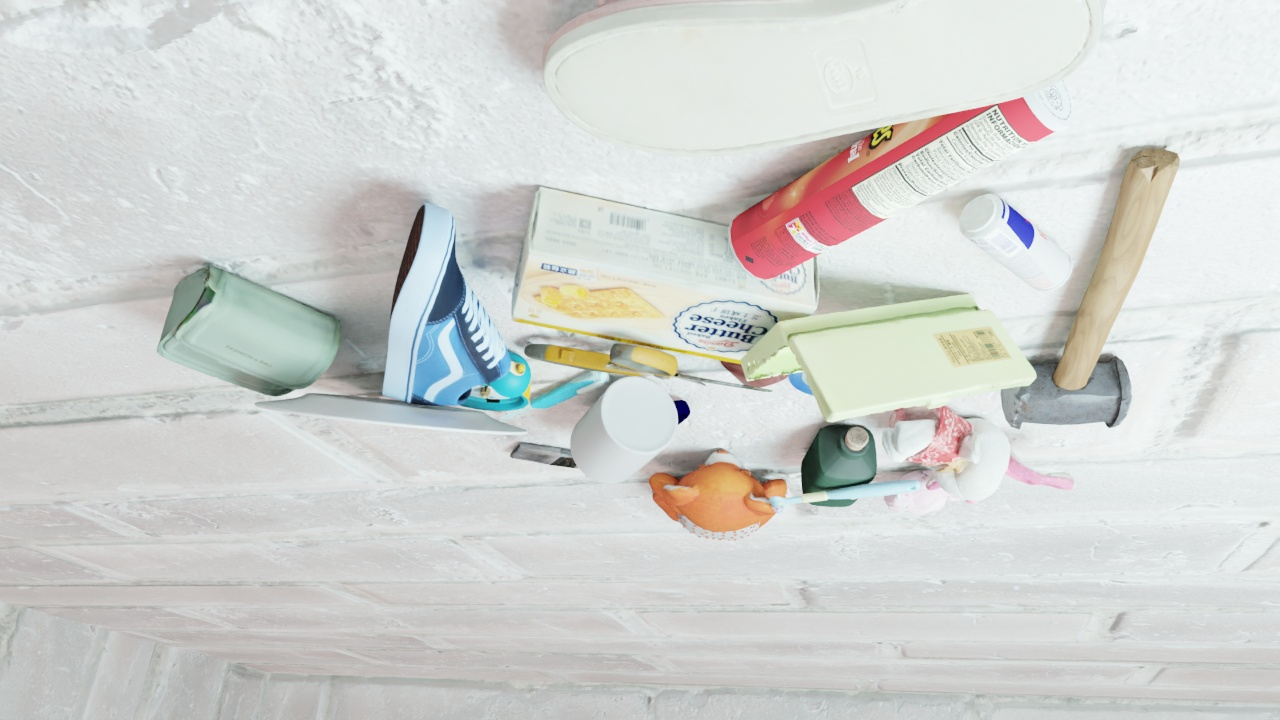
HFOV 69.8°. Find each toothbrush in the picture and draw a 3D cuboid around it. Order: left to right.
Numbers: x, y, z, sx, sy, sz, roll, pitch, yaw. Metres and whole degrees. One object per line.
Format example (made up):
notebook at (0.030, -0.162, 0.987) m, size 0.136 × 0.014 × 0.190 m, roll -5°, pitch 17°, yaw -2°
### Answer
toothbrush at (0.204, 0.135, 0.925) m, size 0.155 × 0.016 × 0.022 m, roll -13°, pitch 112°, yaw 27°

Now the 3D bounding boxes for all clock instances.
clock at (-0.149, 0.020, 0.868) m, size 0.099 × 0.043 × 0.130 m, roll 2°, pitch 160°, yaw 5°

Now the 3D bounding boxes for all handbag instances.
handbag at (-0.338, -0.023, 0.787) m, size 0.106 × 0.067 × 0.121 m, roll -22°, pitch 143°, yaw 39°
handbag at (0.072, -0.014, 0.789) m, size 0.119 × 0.029 × 0.055 m, roll 30°, pitch 150°, yaw -30°

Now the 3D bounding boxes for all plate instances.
plate at (-0.225, 0.046, 0.846) m, size 0.242 × 0.016 × 0.242 m, roll 7°, pitch 177°, yaw 0°

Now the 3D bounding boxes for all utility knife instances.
utility knife at (-0.092, 0.038, 0.919) m, size 0.162 × 0.015 × 0.022 m, roll -22°, pitch 142°, yaw 39°

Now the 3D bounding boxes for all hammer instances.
hammer at (0.340, -0.037, 0.681) m, size 0.098 × 0.052 × 0.329 m, roll -1°, pitch 149°, yaw 11°

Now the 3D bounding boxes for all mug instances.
mug at (-0.004, 0.066, 0.910) m, size 0.111 × 0.078 × 0.097 m, roll -14°, pitch 163°, yaw -28°

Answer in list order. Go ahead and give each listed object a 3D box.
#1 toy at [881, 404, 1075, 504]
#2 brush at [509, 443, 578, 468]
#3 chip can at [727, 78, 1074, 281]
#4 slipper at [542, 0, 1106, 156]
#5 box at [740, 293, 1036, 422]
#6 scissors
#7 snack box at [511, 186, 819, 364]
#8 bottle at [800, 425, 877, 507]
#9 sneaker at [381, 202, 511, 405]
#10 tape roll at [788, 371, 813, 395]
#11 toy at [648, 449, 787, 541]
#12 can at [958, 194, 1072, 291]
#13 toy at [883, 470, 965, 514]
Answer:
toy at (0.309, 0.092, 0.892) m, size 0.194 × 0.084 × 0.159 m, roll 24°, pitch 160°, yaw -36°
brush at (-0.076, 0.116, 1.074) m, size 0.151 × 0.012 × 0.039 m, roll 10°, pitch 152°, yaw -10°
chip can at (0.144, -0.111, 0.553) m, size 0.051 × 0.051 × 0.215 m, roll 23°, pitch 148°, yaw -32°
slipper at (0.081, -0.162, 0.461) m, size 0.275 × 0.054 × 0.114 m, roll -1°, pitch 152°, yaw 18°
box at (0.180, -0.010, 0.668) m, size 0.187 × 0.066 × 0.127 m, roll -8°, pitch -158°, yaw -24°
scissors at (-0.004, 0.005, 0.786) m, size 0.230 × 0.016 × 0.225 m, roll 8°, pitch 175°, yaw 23°
snack box at (0.014, -0.056, 0.675) m, size 0.207 × 0.057 × 0.104 m, roll 11°, pitch 153°, yaw -11°
bottle at (0.209, 0.104, 0.950) m, size 0.061 × 0.061 × 0.131 m, roll 3°, pitch 153°, yaw -1°
sneaker at (-0.141, -0.034, 0.711) m, size 0.098 × 0.083 × 0.242 m, roll 10°, pitch 150°, yaw -13°
tape roll at (0.177, 0.006, 0.815) m, size 0.091 × 0.016 × 0.093 m, roll -7°, pitch 151°, yaw 21°
toy at (0.090, 0.155, 1.053) m, size 0.164 × 0.092 × 0.172 m, roll 5°, pitch 166°, yaw 5°
can at (0.253, -0.079, 0.619) m, size 0.095 × 0.032 × 0.032 m, roll 25°, pitch 147°, yaw -34°
toy at (0.329, 0.148, 1.038) m, size 0.110 × 0.047 × 0.064 m, roll 1°, pitch 162°, yaw -13°
